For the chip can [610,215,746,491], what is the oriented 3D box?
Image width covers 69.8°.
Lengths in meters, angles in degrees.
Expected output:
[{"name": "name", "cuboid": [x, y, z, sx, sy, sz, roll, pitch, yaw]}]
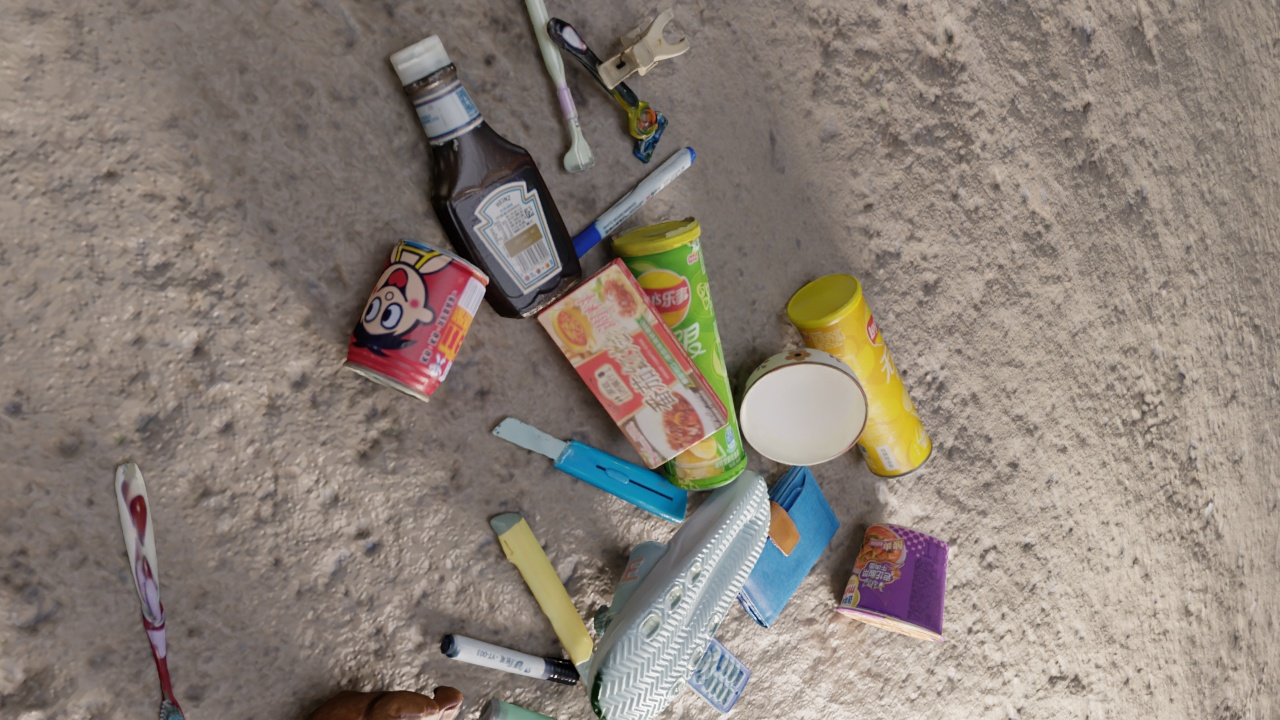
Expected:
[{"name": "chip can", "cuboid": [0.034, -0.001, 0.748, 0.072, 0.073, 0.221, -25, 111, -32]}]

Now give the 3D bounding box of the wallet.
[{"name": "wallet", "cuboid": [0.134, 0.175, 0.874, 0.132, 0.040, 0.106, -49, 126, -22]}]

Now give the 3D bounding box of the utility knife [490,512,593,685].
[{"name": "utility knife", "cuboid": [-0.066, 0.198, 0.728, 0.030, 0.020, 0.195, -38, 108, -34]}]

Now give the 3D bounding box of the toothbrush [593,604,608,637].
[{"name": "toothbrush", "cuboid": [-0.010, 0.306, 0.787, 0.026, 0.027, 0.221, -39, 121, -56]}]

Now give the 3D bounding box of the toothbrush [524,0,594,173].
[{"name": "toothbrush", "cuboid": [-0.070, -0.232, 0.670, 0.029, 0.020, 0.190, -32, 114, -37]}]

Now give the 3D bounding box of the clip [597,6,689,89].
[{"name": "clip", "cuboid": [-0.006, -0.229, 0.695, 0.104, 0.081, 0.034, -50, 117, -38]}]

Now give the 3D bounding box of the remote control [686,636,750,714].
[{"name": "remote control", "cuboid": [0.053, 0.273, 0.832, 0.049, 0.024, 0.125, -53, 125, -19]}]

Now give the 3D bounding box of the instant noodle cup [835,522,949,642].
[{"name": "instant noodle cup", "cuboid": [0.265, 0.225, 0.943, 0.111, 0.112, 0.099, 28, 70, -37]}]

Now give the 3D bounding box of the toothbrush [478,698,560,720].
[{"name": "toothbrush", "cuboid": [-0.033, 0.319, 0.750, 0.224, 0.027, 0.026, 30, 83, -27]}]

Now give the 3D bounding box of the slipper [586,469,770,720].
[{"name": "slipper", "cuboid": [0.028, 0.184, 0.765, 0.244, 0.074, 0.104, -49, 135, -31]}]

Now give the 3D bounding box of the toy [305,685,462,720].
[{"name": "toy", "cuboid": [-0.148, 0.307, 0.630, 0.139, 0.131, 0.200, -50, 132, -28]}]

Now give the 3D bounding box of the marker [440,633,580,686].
[{"name": "marker", "cuboid": [-0.099, 0.233, 0.716, 0.130, 0.018, 0.022, 30, 68, -37]}]

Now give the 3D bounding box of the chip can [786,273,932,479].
[{"name": "chip can", "cuboid": [0.217, 0.019, 0.891, 0.072, 0.072, 0.213, -46, 121, -23]}]

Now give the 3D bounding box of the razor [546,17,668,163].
[{"name": "razor", "cuboid": [-0.021, -0.208, 0.696, 0.142, 0.022, 0.042, 39, 71, -44]}]

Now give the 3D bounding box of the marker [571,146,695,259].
[{"name": "marker", "cuboid": [-0.006, -0.128, 0.735, 0.145, 0.017, 0.017, -44, 120, -24]}]

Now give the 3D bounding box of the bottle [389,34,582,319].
[{"name": "bottle", "cuboid": [-0.111, -0.126, 0.638, 0.079, 0.044, 0.195, -39, 117, -27]}]

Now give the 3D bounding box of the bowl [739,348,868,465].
[{"name": "bowl", "cuboid": [0.146, 0.033, 0.833, 0.113, 0.114, 0.062, 60, 20, -27]}]

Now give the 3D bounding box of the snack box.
[{"name": "snack box", "cuboid": [-0.004, 0.004, 0.701, 0.075, 0.025, 0.153, -32, 104, 15]}]

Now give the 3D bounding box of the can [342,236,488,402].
[{"name": "can", "cuboid": [-0.149, -0.026, 0.608, 0.066, 0.067, 0.093, 30, 78, -36]}]

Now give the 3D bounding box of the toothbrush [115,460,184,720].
[{"name": "toothbrush", "cuboid": [-0.294, 0.151, 0.553, 0.016, 0.017, 0.188, -12, 104, -37]}]

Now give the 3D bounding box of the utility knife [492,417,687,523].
[{"name": "utility knife", "cuboid": [-0.035, 0.088, 0.743, 0.206, 0.018, 0.034, 29, 79, -36]}]
